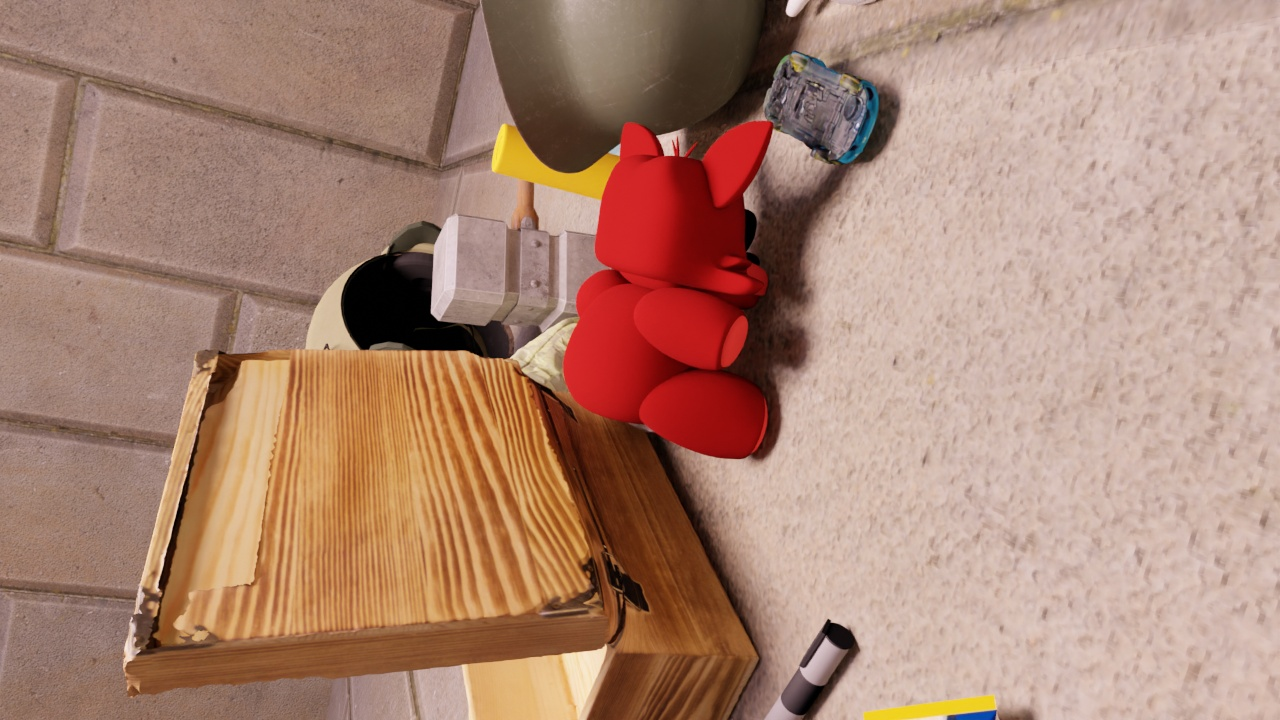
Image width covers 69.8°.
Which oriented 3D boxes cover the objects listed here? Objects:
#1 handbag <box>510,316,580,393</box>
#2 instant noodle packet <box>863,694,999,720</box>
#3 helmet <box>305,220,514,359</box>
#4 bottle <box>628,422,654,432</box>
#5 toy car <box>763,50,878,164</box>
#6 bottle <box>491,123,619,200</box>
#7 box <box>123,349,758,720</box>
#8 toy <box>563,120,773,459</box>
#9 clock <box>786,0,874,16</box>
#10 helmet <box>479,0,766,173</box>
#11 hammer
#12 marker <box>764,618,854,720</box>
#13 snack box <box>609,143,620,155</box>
[{"bbox_3d":[-0.078,0.046,0.811,0.185,0.117,0.113,-40,-9,-44],"label":"handbag"},{"bbox_3d":[0.112,0.199,0.340,0.087,0.026,0.134,130,146,-59],"label":"instant noodle packet"},{"bbox_3d":[-0.245,-0.008,1.045,0.234,0.255,0.249,-52,32,45],"label":"helmet"},{"bbox_3d":[-0.004,0.004,0.730,0.136,0.044,0.044,-113,39,-57],"label":"bottle"},{"bbox_3d":[0.106,-0.145,0.531,0.048,0.032,0.105,-70,27,22],"label":"toy car"},{"bbox_3d":[-0.058,-0.172,0.822,0.043,0.143,0.043,-169,91,-70],"label":"bottle"},{"bbox_3d":[-0.139,0.143,0.594,0.279,0.336,0.287,-117,45,-57],"label":"box"},{"bbox_3d":[0.021,-0.048,0.578,0.158,0.120,0.197,23,106,58],"label":"toy"},{"bbox_3d":[0.117,-0.272,0.512,0.161,0.072,0.125,-163,85,-70],"label":"clock"},{"bbox_3d":[0.010,-0.273,0.645,0.226,0.154,0.268,-33,-59,-64],"label":"helmet"},{"bbox_3d":[-0.114,-0.192,0.915,0.083,0.162,0.317,145,127,-62],"label":"hammer"},{"bbox_3d":[0.071,0.187,0.471,0.016,0.016,0.141,-109,35,-54],"label":"marker"},{"bbox_3d":[-0.031,-0.254,0.930,0.175,0.053,0.075,158,122,-65],"label":"snack box"}]
